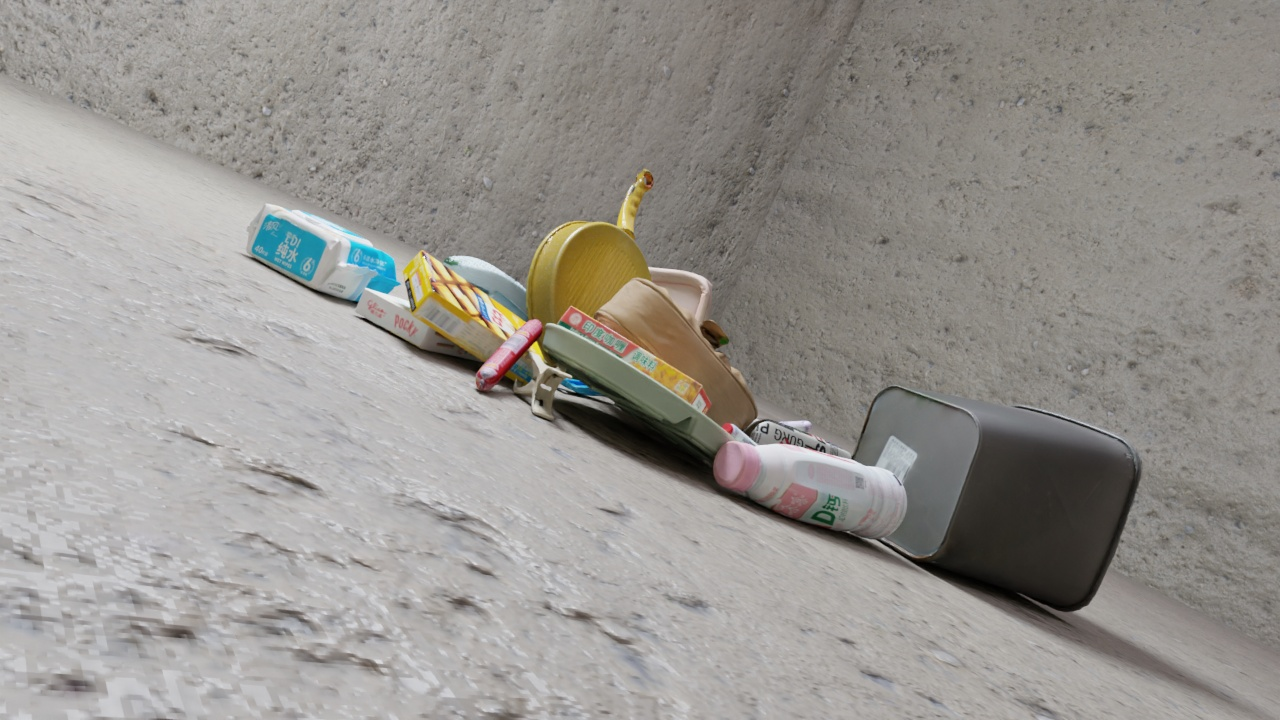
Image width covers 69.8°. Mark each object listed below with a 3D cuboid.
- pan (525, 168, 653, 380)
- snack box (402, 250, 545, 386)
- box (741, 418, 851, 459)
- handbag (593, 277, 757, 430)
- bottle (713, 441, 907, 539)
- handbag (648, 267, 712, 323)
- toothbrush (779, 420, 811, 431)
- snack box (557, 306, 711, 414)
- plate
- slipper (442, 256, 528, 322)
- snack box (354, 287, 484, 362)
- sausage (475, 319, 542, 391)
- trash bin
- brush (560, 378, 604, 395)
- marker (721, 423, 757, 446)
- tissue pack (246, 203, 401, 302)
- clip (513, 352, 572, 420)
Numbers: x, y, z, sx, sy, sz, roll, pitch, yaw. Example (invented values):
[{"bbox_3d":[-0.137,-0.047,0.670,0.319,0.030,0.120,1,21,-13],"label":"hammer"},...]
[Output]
[{"bbox_3d":[-0.036,-0.130,1.165,0.078,0.356,0.198,0,-42,38],"label":"pan"},{"bbox_3d":[-0.153,-0.037,0.851,0.140,0.034,0.087,39,12,-34],"label":"snack box"},{"bbox_3d":[0.173,0.107,1.050,0.163,0.075,0.076,20,0,-28],"label":"box"},{"bbox_3d":[0.038,0.002,1.004,0.204,0.099,0.148,51,-15,-10],"label":"handbag"},{"bbox_3d":[0.151,0.111,0.816,0.196,0.068,0.068,19,5,-33],"label":"bottle"},{"bbox_3d":[-0.024,-0.053,1.331,0.234,0.193,0.093,15,0,6],"label":"handbag"},{"bbox_3d":[0.142,0.081,1.133,0.190,0.029,0.021,-6,-62,56],"label":"toothbrush"},{"bbox_3d":[-0.005,0.005,0.898,0.156,0.027,0.077,31,-8,17],"label":"snack box"},{"bbox_3d":[0.001,0.038,0.862,0.230,0.027,0.230,32,-7,4],"label":"plate"},{"bbox_3d":[-0.153,-0.044,1.125,0.245,0.074,0.104,41,-8,-33],"label":"slipper"},{"bbox_3d":[-0.195,-0.029,0.895,0.085,0.027,0.156,26,4,23],"label":"snack box"},{"bbox_3d":[-0.113,-0.007,0.792,0.020,0.020,0.155,24,24,3],"label":"sausage"},{"bbox_3d":[0.349,0.132,0.956,0.219,0.199,0.199,15,6,-28],"label":"trash bin"},{"bbox_3d":[-0.024,0.037,1.069,0.083,0.046,0.254,31,10,32],"label":"brush"},{"bbox_3d":[0.124,0.101,0.910,0.145,0.017,0.017,40,-8,-39],"label":"marker"},{"bbox_3d":[-0.321,-0.108,0.929,0.140,0.063,0.090,25,3,25],"label":"tissue pack"},{"bbox_3d":[-0.086,0.030,0.785,0.034,0.076,0.103,24,13,-19],"label":"clip"}]
